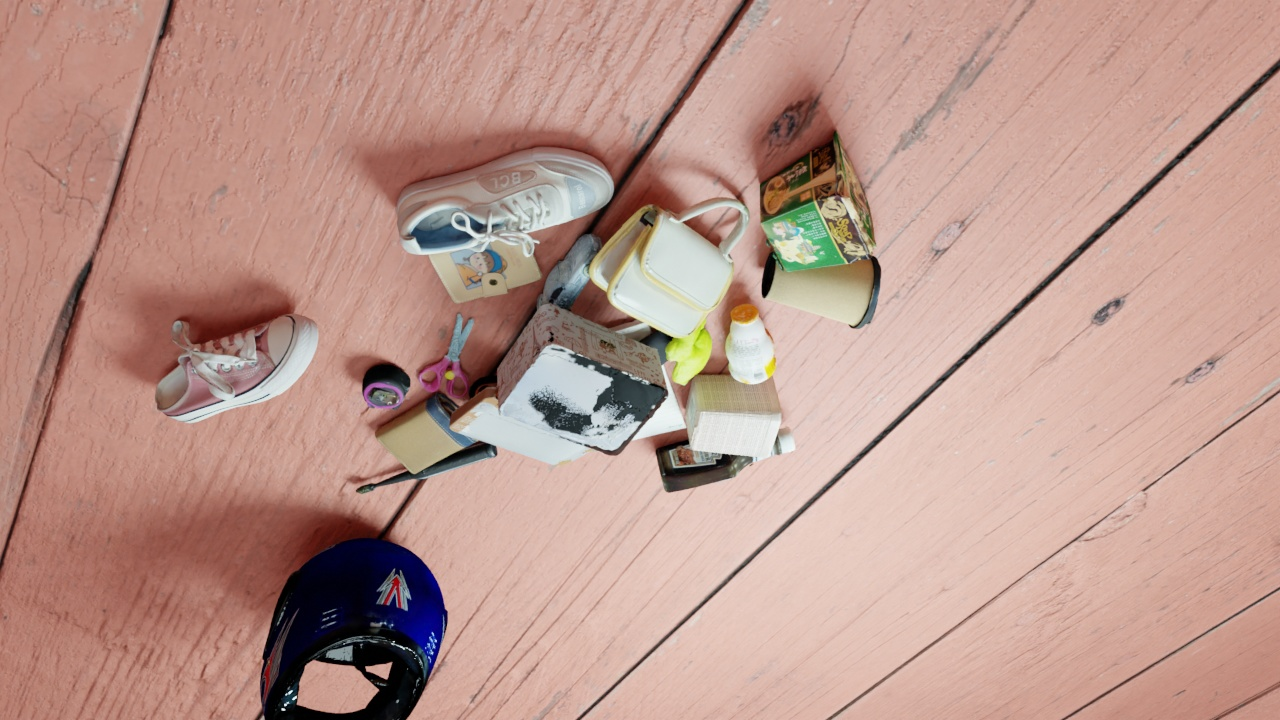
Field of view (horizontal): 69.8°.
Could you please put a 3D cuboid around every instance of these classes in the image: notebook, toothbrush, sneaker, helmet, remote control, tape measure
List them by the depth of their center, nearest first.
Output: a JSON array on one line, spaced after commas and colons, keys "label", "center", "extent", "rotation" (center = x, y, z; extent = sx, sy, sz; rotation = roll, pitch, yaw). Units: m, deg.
[{"label": "sneaker", "center": [-0.147, -0.164, 0.994], "extent": [0.242, 0.090, 0.090], "rotation": [-11, 133, 0]}, {"label": "sneaker", "center": [-0.495, 0.004, 1.087], "extent": [0.241, 0.118, 0.088], "rotation": [-22, 152, 18]}, {"label": "tape measure", "center": [-0.328, 0.035, 1.179], "extent": [0.057, 0.039, 0.057], "rotation": [21, 126, -25]}, {"label": "remote control", "center": [-0.007, 0.007, 1.187], "extent": [0.136, 0.024, 0.053], "rotation": [-34, 132, 9]}, {"label": "notebook", "center": [-0.034, 0.039, 1.248], "extent": [0.150, 0.012, 0.209], "rotation": [-16, 132, 7]}, {"label": "toothbrush", "center": [-0.305, 0.155, 1.299], "extent": [0.213, 0.027, 0.026], "rotation": [-18, 87, 7]}, {"label": "helmet", "center": [-0.427, 0.408, 1.358], "extent": [0.247, 0.240, 0.316], "rotation": [23, 113, -26]}]

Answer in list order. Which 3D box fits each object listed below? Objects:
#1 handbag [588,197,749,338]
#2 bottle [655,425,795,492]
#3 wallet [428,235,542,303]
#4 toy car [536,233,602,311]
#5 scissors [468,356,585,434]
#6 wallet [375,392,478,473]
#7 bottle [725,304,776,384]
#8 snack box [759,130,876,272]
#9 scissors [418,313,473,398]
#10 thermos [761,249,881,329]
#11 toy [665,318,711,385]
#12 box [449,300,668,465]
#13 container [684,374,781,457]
[{"label": "handbag", "center": [0.050, -0.120, 1.059], "extent": [0.179, 0.063, 0.163], "rotation": [-50, 139, 13]}, {"label": "bottle", "center": [0.122, 0.134, 1.310], "extent": [0.195, 0.079, 0.044], "rotation": [-14, 127, 2]}, {"label": "wallet", "center": [-0.181, -0.113, 1.081], "extent": [0.115, 0.024, 0.087], "rotation": [-16, 127, 4]}, {"label": "toy car", "center": [-0.084, -0.099, 1.086], "extent": [0.036, 0.054, 0.121], "rotation": [21, 125, -27]}, {"label": "scissors", "center": [-0.118, 0.047, 1.224], "extent": [0.220, 0.021, 0.235], "rotation": [7, 131, -18]}, {"label": "wallet", "center": [-0.289, 0.101, 1.247], "extent": [0.115, 0.033, 0.090], "rotation": [-30, 120, 18]}, {"label": "bottle", "center": [0.140, -0.021, 1.183], "extent": [0.063, 0.063, 0.108], "rotation": [-13, 133, 3]}, {"label": "snack box", "center": [0.196, -0.170, 1.038], "extent": [0.106, 0.117, 0.118], "rotation": [-17, 130, 23]}, {"label": "scissors", "center": [-0.248, -0.009, 1.172], "extent": [0.073, 0.017, 0.137], "rotation": [12, 125, -6]}, {"label": "thermos", "center": [0.225, -0.092, 1.122], "extent": [0.143, 0.092, 0.093], "rotation": [9, 130, -6]}, {"label": "toy", "center": [0.065, -0.014, 1.182], "extent": [0.097, 0.031, 0.100], "rotation": [-59, 150, 8]}, {"label": "box", "center": [-0.108, 0.059, 1.148], "extent": [0.178, 0.110, 0.260], "rotation": [23, 125, -27]}, {"label": "container", "center": [0.123, 0.074, 1.251], "extent": [0.111, 0.089, 0.090], "rotation": [3, 131, -8]}]
